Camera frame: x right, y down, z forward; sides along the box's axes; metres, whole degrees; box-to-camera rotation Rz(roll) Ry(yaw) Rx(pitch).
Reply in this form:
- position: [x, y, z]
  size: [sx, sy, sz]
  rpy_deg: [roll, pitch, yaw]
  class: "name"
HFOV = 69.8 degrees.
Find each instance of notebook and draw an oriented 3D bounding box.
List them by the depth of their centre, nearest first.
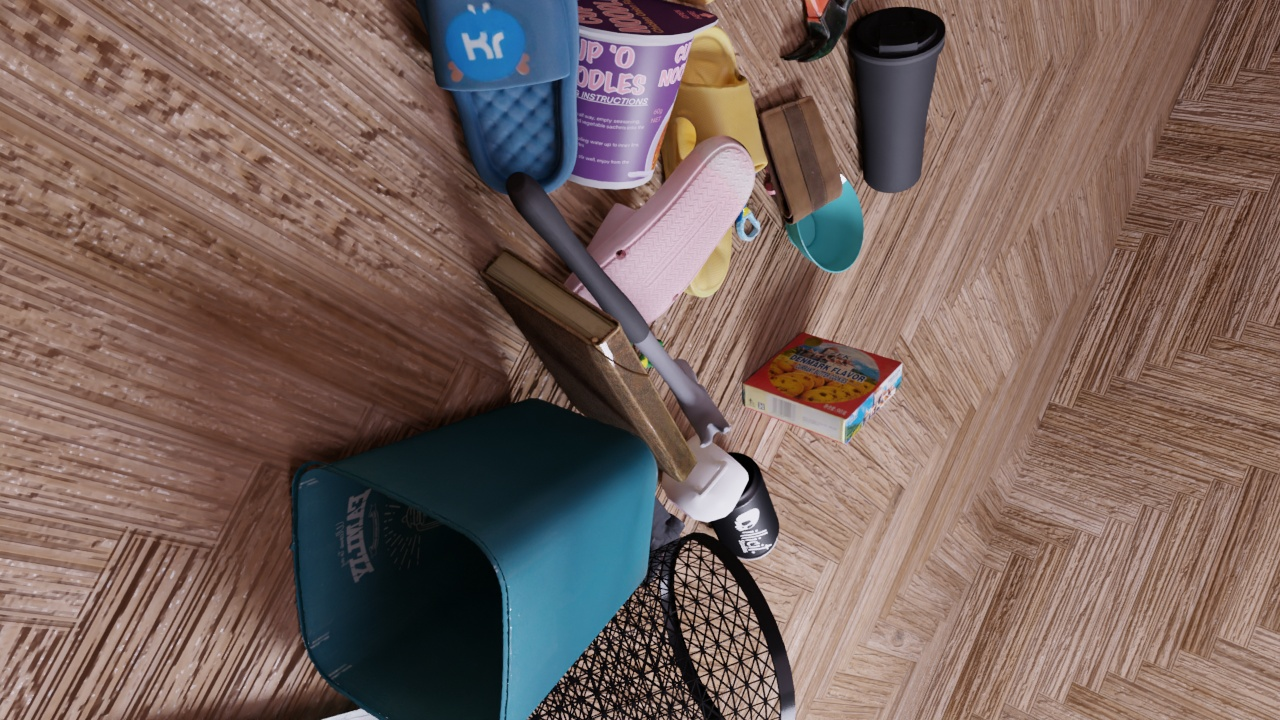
- position: [-0.025, 0.017, 0.739]
  size: [0.034, 0.190, 0.215]
  rpy_deg: [-46, 141, -13]
  class: "notebook"

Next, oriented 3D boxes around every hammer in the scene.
- position: [-0.011, -0.033, 0.734]
  size: [0.029, 0.125, 0.311]
  rpy_deg: [-36, 133, 5]
  class: "hammer"
- position: [0.134, -0.417, 0.867]
  size: [0.133, 0.033, 0.333]
  rpy_deg: [-61, 144, -10]
  class: "hammer"

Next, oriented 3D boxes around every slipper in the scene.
- position: [-0.088, -0.196, 0.610]
  size: [0.059, 0.104, 0.214]
  rpy_deg: [-94, 176, -45]
  class: "slipper"
- position: [0.014, -0.104, 0.805]
  size: [0.222, 0.055, 0.106]
  rpy_deg: [-46, 138, 6]
  class: "slipper"
- position: [0.075, -0.181, 0.868]
  size: [0.099, 0.078, 0.264]
  rpy_deg: [-32, 132, -45]
  class: "slipper"

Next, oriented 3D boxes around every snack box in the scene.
- position: [0.224, 0.030, 1.129]
  size: [0.144, 0.143, 0.040]
  rpy_deg: [-37, 133, -39]
  class: "snack box"

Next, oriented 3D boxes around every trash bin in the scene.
- position: [-0.110, 0.143, 0.698]
  size: [0.218, 0.199, 0.197]
  rpy_deg: [-27, 130, -53]
  class: "trash bin"
- position: [-0.022, 0.299, 0.842]
  size: [0.242, 0.217, 0.217]
  rpy_deg: [-14, 121, -25]
  class: "trash bin"

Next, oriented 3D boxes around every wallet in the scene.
- position: [0.172, -0.219, 0.993]
  size: [0.098, 0.027, 0.121]
  rpy_deg: [-31, 108, -39]
  class: "wallet"

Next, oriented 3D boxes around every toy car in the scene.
- position: [-0.012, 0.170, 0.954]
  size: [0.081, 0.056, 0.189]
  rpy_deg: [-56, 144, -20]
  class: "toy car"

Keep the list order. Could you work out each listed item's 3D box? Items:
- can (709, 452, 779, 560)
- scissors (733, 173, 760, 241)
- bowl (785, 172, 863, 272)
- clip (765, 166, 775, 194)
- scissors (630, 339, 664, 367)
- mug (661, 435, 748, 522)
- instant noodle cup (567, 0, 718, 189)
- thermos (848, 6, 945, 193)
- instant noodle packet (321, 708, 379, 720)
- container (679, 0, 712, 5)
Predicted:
- position: [0.121, 0.180, 1.122]
  size: [0.080, 0.080, 0.146]
  rpy_deg: [-52, 143, -23]
  class: "can"
- position: [0.107, -0.173, 0.976]
  size: [0.125, 0.013, 0.130]
  rpy_deg: [-59, 143, -16]
  class: "scissors"
- position: [0.204, -0.160, 1.068]
  size: [0.121, 0.046, 0.121]
  rpy_deg: [3, 85, -39]
  class: "bowl"
- position: [0.155, -0.211, 1.015]
  size: [0.058, 0.023, 0.050]
  rpy_deg: [-54, 145, -11]
  class: "clip"
- position: [-0.012, 0.017, 0.895]
  size: [0.129, 0.012, 0.117]
  rpy_deg: [-12, 122, -64]
  class: "scissors"
- position: [0.069, 0.132, 0.998]
  size: [0.076, 0.090, 0.124]
  rpy_deg: [-50, 179, -9]
  class: "mug"
- position: [-0.016, -0.203, 0.699]
  size: [0.136, 0.121, 0.122]
  rpy_deg: [-4, 126, -19]
  class: "instant noodle cup"
- position: [0.305, -0.308, 1.105]
  size: [0.105, 0.106, 0.219]
  rpy_deg: [-50, 147, -26]
  class: "thermos"
- position: [-0.267, 0.333, 0.707]
  size: [0.269, 0.057, 0.147]
  rpy_deg: [19, 94, -61]
  class: "instant noodle packet"
- position: [0.041, -0.381, 0.668]
  size: [0.183, 0.129, 0.167]
  rpy_deg: [-54, 152, -21]
  class: "container"
